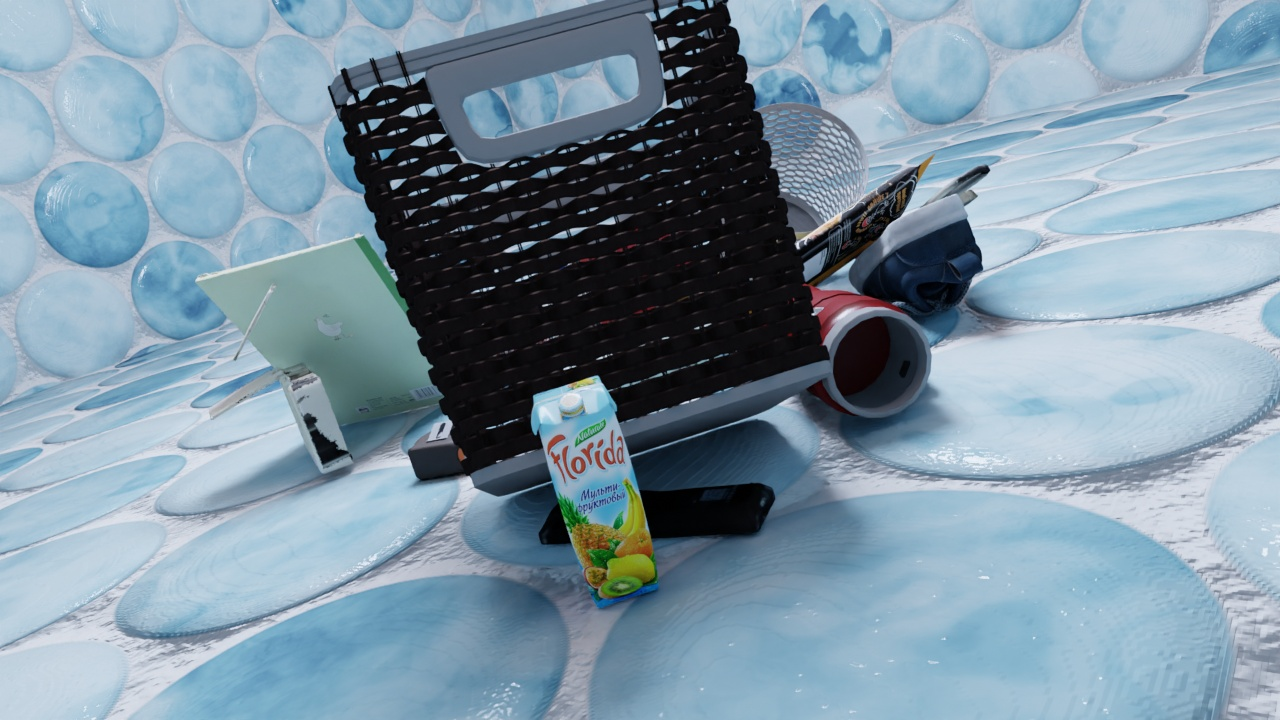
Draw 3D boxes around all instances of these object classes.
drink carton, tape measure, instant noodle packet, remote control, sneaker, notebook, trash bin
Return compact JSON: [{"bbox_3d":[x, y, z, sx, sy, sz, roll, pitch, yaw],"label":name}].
[{"bbox_3d":[-0.023,0.070,0.486,0.044,0.129,0.038,-17,28,-6],"label":"drink carton"},{"bbox_3d":[-0.169,0.075,0.806,0.058,0.038,0.058,-11,15,17],"label":"tape measure"},{"bbox_3d":[0.189,-0.110,0.922,0.220,0.032,0.160,-35,-14,-10],"label":"instant noodle packet"},{"bbox_3d":[0.007,0.094,0.580,0.150,0.022,0.047,-8,16,25],"label":"remote control"},{"bbox_3d":[0.265,-0.083,0.872,0.089,0.087,0.235,-24,-8,0],"label":"sneaker"},{"bbox_3d":[-0.310,-0.019,0.961,0.182,0.253,0.010,-12,48,11],"label":"notebook"},{"bbox_3d":[0.159,-0.171,1.040,0.156,0.156,0.183,-17,-19,-6],"label":"trash bin"}]

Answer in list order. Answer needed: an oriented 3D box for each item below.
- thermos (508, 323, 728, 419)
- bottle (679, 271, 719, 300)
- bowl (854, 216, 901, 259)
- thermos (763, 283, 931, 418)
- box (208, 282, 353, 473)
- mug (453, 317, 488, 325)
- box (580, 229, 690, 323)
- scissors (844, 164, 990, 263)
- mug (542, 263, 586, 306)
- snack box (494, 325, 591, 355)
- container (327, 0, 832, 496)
[{"bbox_3d":[-0.005,0.005,0.844,0.229,0.068,0.068,-21,15,-23],"label":"thermos"},{"bbox_3d":[0.065,-0.070,1.072,0.056,0.056,0.105,-8,16,27],"label":"bottle"},{"bbox_3d":[0.298,-0.146,1.115,0.130,0.045,0.130,-3,14,1],"label":"bowl"},{"bbox_3d":[0.160,-0.011,0.724,0.108,0.084,0.198,17,8,-11],"label":"thermos"},{"bbox_3d":[-0.371,0.028,0.895,0.104,0.187,0.144,-23,13,-23],"label":"box"},{"bbox_3d":[-0.171,-0.012,1.084,0.100,0.085,0.118,13,-1,38],"label":"mug"},{"bbox_3d":[0.007,-0.103,1.123,0.087,0.129,0.157,-12,13,28],"label":"box"},{"bbox_3d":[0.275,-0.142,0.891,0.170,0.012,0.158,-22,-14,-32],"label":"scissors"},{"bbox_3d":[-0.115,-0.064,1.135,0.090,0.091,0.121,-29,27,-18],"label":"mug"},{"bbox_3d":[-0.095,-0.010,0.986,0.121,0.072,0.072,1,21,45],"label":"snack box"},{"bbox_3d":[-0.035,-0.060,0.626,0.247,0.243,0.246,-17,-8,-7],"label":"container"}]
